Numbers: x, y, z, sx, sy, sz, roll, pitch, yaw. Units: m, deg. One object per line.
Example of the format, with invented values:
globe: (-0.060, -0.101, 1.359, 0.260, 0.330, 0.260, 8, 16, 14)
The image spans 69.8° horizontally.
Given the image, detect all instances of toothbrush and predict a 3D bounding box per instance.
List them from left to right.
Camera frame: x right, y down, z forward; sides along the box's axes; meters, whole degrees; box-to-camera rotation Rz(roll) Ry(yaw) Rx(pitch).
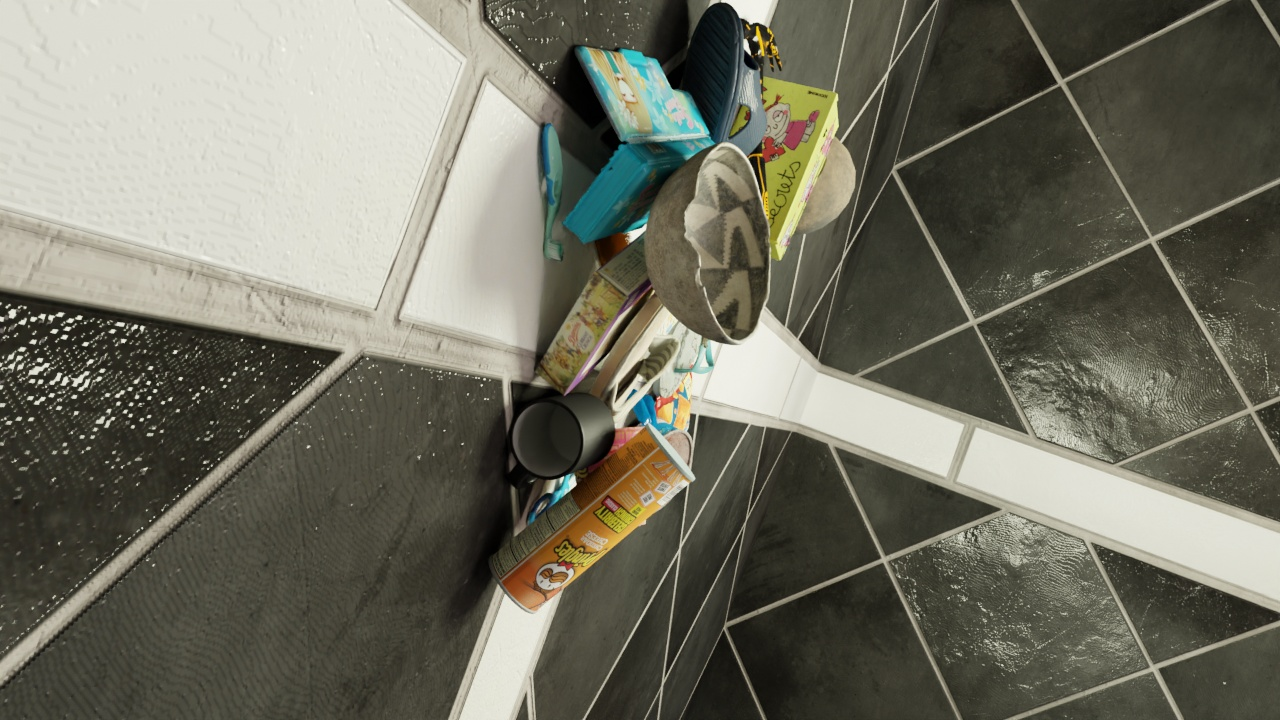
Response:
toothbrush: (-0.074, -0.140, 0.783, 0.022, 0.017, 0.135, -53, 156, -42)

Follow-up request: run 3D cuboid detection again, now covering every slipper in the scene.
slipper: (-0.006, 0.006, 0.980, 0.114, 0.054, 0.273, -46, 171, -22)
slipper: (0.089, -0.037, 1.325, 0.267, 0.055, 0.098, -51, 143, -51)
slipper: (0.094, -0.252, 0.997, 0.082, 0.101, 0.264, -9, 136, -19)

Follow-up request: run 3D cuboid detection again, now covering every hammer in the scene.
hammer: (0.144, -0.251, 1.135, 0.123, 0.036, 0.320, -7, 99, -60)

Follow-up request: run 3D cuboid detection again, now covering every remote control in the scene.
remote control: (0.036, -0.056, 1.212, 0.125, 0.018, 0.038, -51, 155, -47)

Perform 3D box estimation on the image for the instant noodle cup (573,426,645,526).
instant noodle cup: (-0.032, 0.130, 1.017, 0.097, 0.098, 0.108, 10, 75, -72)

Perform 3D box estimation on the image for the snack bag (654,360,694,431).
snack bag: (0.045, 0.088, 1.361, 0.130, 0.039, 0.144, -42, 142, -53)

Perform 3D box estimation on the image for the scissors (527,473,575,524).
scissors: (-0.096, 0.163, 1.068, 0.139, 0.011, 0.134, -35, 144, -60)

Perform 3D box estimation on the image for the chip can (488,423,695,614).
chip can: (-0.050, 0.162, 0.939, 0.215, 0.075, 0.075, -40, 162, 3)

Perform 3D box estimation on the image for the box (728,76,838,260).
box: (0.171, -0.256, 1.226, 0.220, 0.124, 0.083, -64, 160, -10)

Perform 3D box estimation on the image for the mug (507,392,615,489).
mug: (-0.088, 0.086, 0.919, 0.114, 0.078, 0.087, -46, 168, 16)

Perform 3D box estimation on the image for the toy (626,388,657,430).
toy: (-0.012, 0.126, 1.170, 0.112, 0.071, 0.176, 33, 74, -46)

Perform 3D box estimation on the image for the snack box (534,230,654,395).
snack box: (-0.026, -0.054, 0.901, 0.148, 0.040, 0.143, -54, 175, 39)

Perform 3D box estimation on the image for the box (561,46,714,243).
box: (0.013, -0.199, 0.852, 0.226, 0.086, 0.169, -32, 132, -63)

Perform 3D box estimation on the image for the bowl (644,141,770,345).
bowl: (0.052, -0.102, 0.826, 0.178, 0.081, 0.178, 2, 88, -61)

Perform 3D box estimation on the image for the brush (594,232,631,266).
brush: (-0.024, -0.114, 0.963, 0.048, 0.017, 0.126, -62, 161, -22)

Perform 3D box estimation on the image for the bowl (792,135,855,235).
bowl: (0.219, -0.265, 1.309, 0.070, 0.162, 0.162, 39, 72, -56)

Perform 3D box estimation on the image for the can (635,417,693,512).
can: (0.016, 0.146, 1.273, 0.129, 0.044, 0.130, -32, 136, -38)
